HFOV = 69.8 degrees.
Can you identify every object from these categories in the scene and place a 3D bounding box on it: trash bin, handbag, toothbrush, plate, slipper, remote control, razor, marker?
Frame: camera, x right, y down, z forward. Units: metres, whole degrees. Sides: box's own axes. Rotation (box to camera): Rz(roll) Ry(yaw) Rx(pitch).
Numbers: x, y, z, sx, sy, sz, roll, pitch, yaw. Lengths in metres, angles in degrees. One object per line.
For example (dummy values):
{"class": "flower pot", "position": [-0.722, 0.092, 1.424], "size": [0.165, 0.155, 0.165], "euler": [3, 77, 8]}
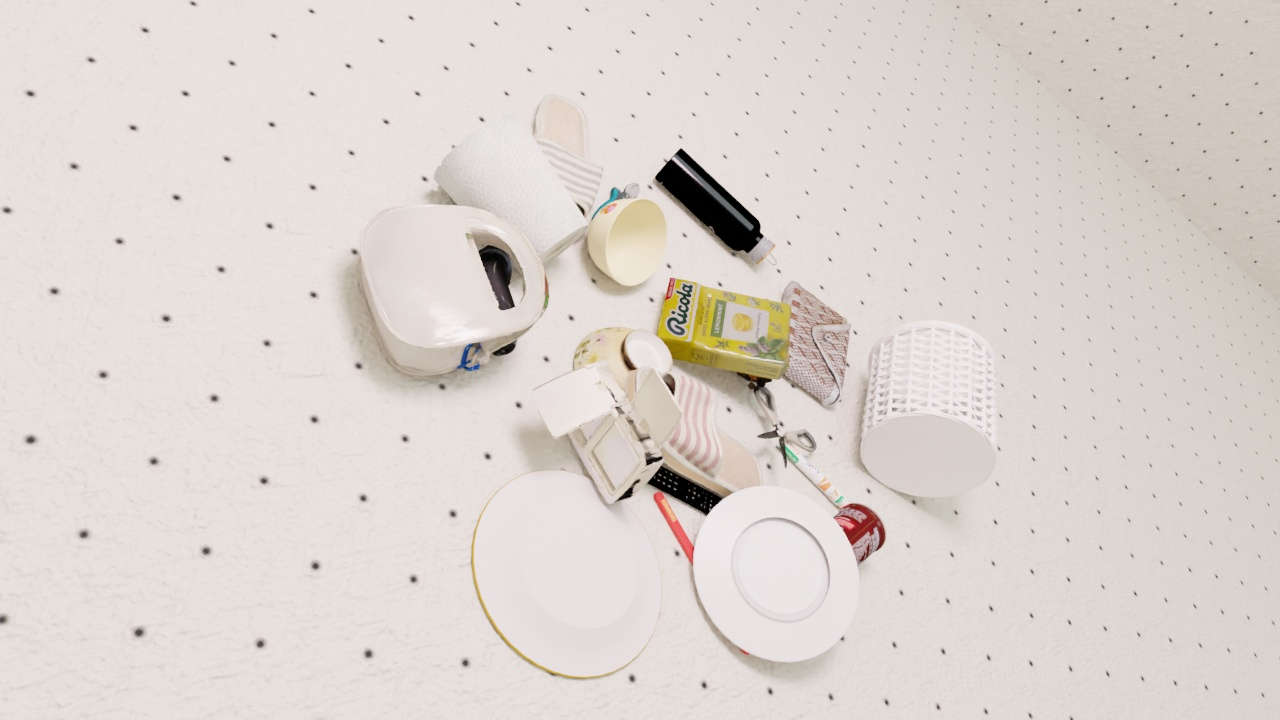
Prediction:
{"class": "trash bin", "position": [-0.154, -0.200, 1.139], "size": [0.161, 0.134, 0.133], "euler": [53, 43, -1]}
{"class": "handbag", "position": [-0.206, -0.084, 1.021], "size": [0.199, 0.093, 0.200], "euler": [-11, 66, -24]}
{"class": "toothbrush", "position": [0.075, 0.244, 1.070], "size": [0.012, 0.018, 0.212], "euler": [-18, 72, -44]}
{"class": "plate", "position": [0.164, 0.245, 1.078], "size": [0.208, 0.015, 0.208], "euler": [6, 63, -13]}
{"class": "handbag", "position": [0.264, -0.031, 1.398], "size": [0.124, 0.047, 0.185], "euler": [32, 45, -14]}
{"class": "slipper", "position": [-0.108, -0.281, 1.287], "size": [0.114, 0.054, 0.272], "euler": [25, 47, -29]}
{"class": "remote control", "position": [0.042, 0.152, 1.117], "size": [0.140, 0.009, 0.030], "euler": [30, 46, -18]}
{"class": "plate", "position": [-0.069, 0.217, 0.974], "size": [0.229, 0.021, 0.229], "euler": [20, 49, -26]}
{"class": "slipper", "position": [0.079, 0.090, 1.112], "size": [0.263, 0.052, 0.114], "euler": [39, 40, -36]}
{"class": "razor", "position": [-0.170, -0.070, 1.088], "size": [0.063, 0.053, 0.140], "euler": [22, 48, -58]}
{"class": "marker", "position": [0.243, 0.162, 1.263], "size": [0.145, 0.017, 0.017], "euler": [45, 43, -2]}

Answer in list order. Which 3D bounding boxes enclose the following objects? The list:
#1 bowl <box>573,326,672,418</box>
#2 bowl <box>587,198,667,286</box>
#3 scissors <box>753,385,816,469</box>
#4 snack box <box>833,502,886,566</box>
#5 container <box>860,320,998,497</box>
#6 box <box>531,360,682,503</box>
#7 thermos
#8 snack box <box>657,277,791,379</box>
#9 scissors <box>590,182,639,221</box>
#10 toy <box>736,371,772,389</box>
{"class": "bowl", "position": [-0.007, 0.007, 1.146], "size": [0.145, 0.063, 0.145], "euler": [22, 47, -25]}
{"class": "bowl", "position": [-0.030, -0.167, 1.238], "size": [0.074, 0.118, 0.117], "euler": [22, 27, 39]}
{"class": "scissors", "position": [0.192, 0.094, 1.250], "size": [0.157, 0.013, 0.170], "euler": [24, 33, -38]}
{"class": "snack box", "position": [0.256, 0.239, 1.178], "size": [0.121, 0.072, 0.072], "euler": [-24, 77, -44]}
{"class": "container", "position": [0.424, 0.071, 1.345], "size": [0.189, 0.190, 0.186], "euler": [33, 46, -15]}
{"class": "box", "position": [-0.044, 0.060, 0.986], "size": [0.098, 0.185, 0.143], "euler": [-12, 59, -41]}
{"class": "thermos", "position": [0.127, -0.228, 1.422], "size": [0.231, 0.061, 0.061], "euler": [42, 43, -6]}
{"class": "snack box", "position": [0.116, -0.044, 1.243], "size": [0.181, 0.045, 0.121], "euler": [12, 49, 2]}
{"class": "scissors", "position": [-0.028, -0.219, 1.327], "size": [0.135, 0.019, 0.139], "euler": [1, 59, -41]}
{"class": "toy", "position": [0.159, 0.008, 1.272], "size": [0.076, 0.063, 0.100], "euler": [53, 22, -19]}
